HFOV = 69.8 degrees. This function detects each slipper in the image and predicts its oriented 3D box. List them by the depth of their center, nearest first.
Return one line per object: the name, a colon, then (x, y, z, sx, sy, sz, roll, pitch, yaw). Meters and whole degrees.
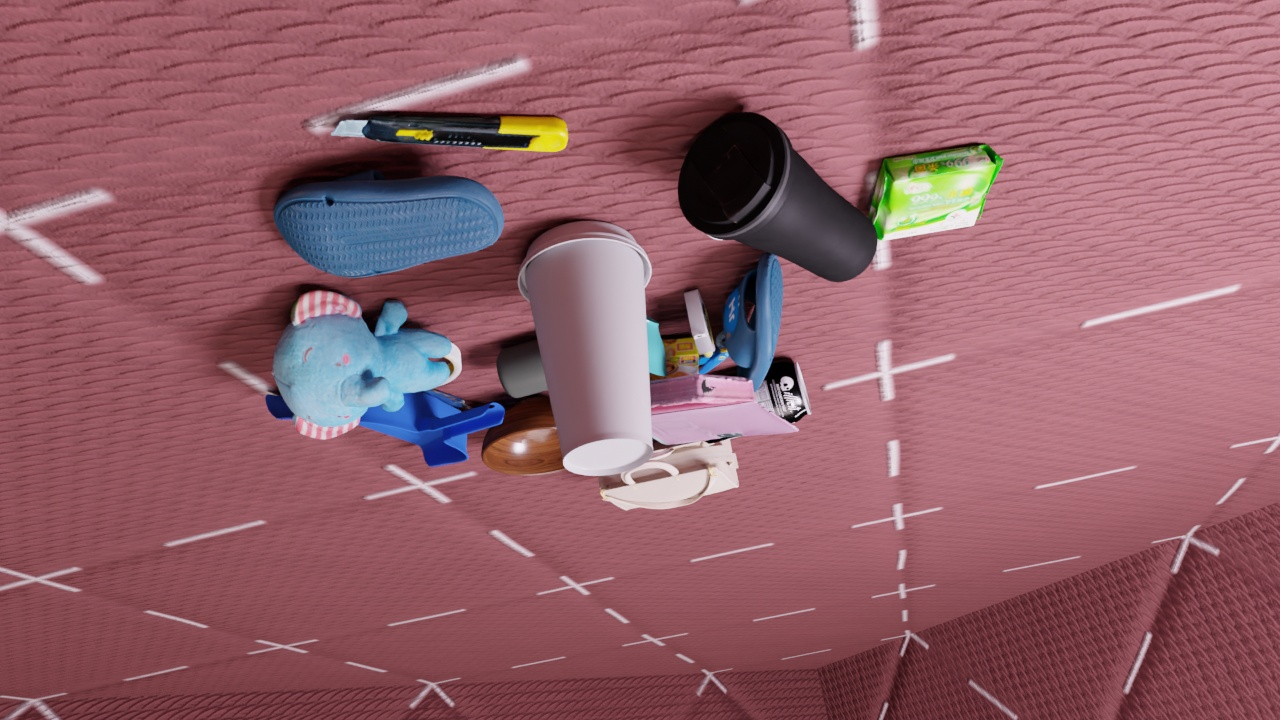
slipper: (-0.217, -0.125, 0.782, 0.214, 0.059, 0.104, -5, 144, 18)
slipper: (0.119, -0.031, 1.003, 0.059, 0.103, 0.214, 4, 150, 1)

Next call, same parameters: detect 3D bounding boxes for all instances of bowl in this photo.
bowl: (-0.014, -0.032, 0.995, 0.121, 0.121, 0.046, 21, 100, -42)
bowl: (-0.133, 0.089, 1.184, 0.147, 0.068, 0.147, -7, 152, -4)

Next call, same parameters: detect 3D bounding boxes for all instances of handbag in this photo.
handbag: (0.031, 0.150, 1.279, 0.195, 0.101, 0.198, -14, 166, 13)

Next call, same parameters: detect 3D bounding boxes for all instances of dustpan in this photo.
dustpan: (-0.264, 0.070, 1.088, 0.258, 0.059, 0.245, -17, 151, 31)

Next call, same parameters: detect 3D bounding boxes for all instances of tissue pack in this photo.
tissue pack: (0.279, -0.159, 0.883, 0.114, 0.034, 0.100, -10, 150, -1)

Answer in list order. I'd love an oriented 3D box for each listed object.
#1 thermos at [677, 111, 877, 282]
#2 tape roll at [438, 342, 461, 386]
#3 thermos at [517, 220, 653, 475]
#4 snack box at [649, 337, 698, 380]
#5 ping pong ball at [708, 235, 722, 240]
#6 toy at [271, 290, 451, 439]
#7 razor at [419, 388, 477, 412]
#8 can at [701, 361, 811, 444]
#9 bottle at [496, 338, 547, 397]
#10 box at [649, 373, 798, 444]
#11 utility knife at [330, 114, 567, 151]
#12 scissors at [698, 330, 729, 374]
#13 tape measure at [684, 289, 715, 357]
thermos: (0.134, -0.134, 0.825, 0.106, 0.105, 0.218, -28, 151, 32)
tape roll: (-0.252, 0.003, 1.046, 0.094, 0.019, 0.094, -7, 152, -4)
thermos: (-0.043, -0.010, 0.866, 0.131, 0.221, 0.132, -7, 152, -4)
snack box: (-0.007, 0.006, 1.106, 0.152, 0.025, 0.075, -5, 152, 0)
ping pong ball: (0.076, -0.134, 0.864, 0.040, 0.040, 0.040, -7, 152, -4)
toy: (-0.286, 0.012, 0.951, 0.180, 0.114, 0.184, 0, 120, -20)
razor: (-0.237, 0.051, 1.139, 0.044, 0.018, 0.141, -14, 152, 30)
can: (0.140, 0.054, 1.185, 0.146, 0.080, 0.080, -16, 151, 13)
bottle: (-0.105, 0.003, 1.044, 0.108, 0.060, 0.060, -15, 151, 13)
box: (0.047, 0.055, 1.086, 0.180, 0.050, 0.233, 20, 159, -39)
utility knife: (-0.151, -0.183, 0.734, 0.186, 0.020, 0.029, -1, 149, -12)
scissors: (0.094, -0.009, 1.127, 0.133, 0.020, 0.097, -20, 145, 21)
tape measure: (0.066, -0.039, 1.011, 0.017, 0.064, 0.065, -14, 156, 9)
